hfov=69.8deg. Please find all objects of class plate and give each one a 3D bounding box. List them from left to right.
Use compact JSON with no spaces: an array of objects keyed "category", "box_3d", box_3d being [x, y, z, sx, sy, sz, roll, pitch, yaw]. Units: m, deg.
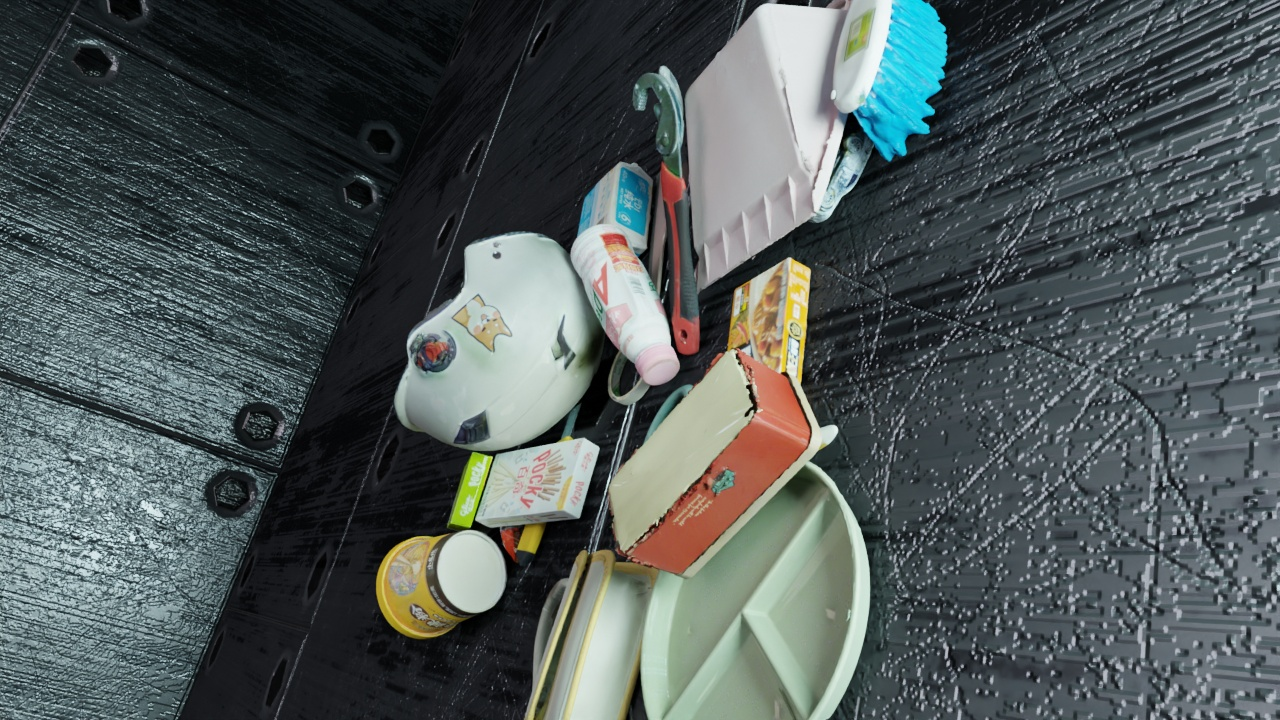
[{"category":"plate","box_3d":[0.076,0.178,0.649,0.231,0.027,0.229,-43,32,35]}]

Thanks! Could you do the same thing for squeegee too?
[{"category":"squeegee","box_3d":[0.032,-0.206,0.979,0.250,0.040,0.247,91,-177,-54]}]

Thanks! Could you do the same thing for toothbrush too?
[{"category":"toothbrush","box_3d":[0.084,0.088,0.726,0.192,0.018,0.016,-36,39,45]}]

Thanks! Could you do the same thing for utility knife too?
[{"category":"utility knife","box_3d":[-0.100,0.138,1.031,0.033,0.015,0.195,-6,60,54]}]

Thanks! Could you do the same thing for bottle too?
[{"category":"bottle","box_3d":[-0.013,-0.057,0.946,0.068,0.068,0.196,-50,47,28]}]

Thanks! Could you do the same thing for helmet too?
[{"category":"helmet","box_3d":[-0.137,0.000,1.039,0.157,0.230,0.274,32,91,23]}]

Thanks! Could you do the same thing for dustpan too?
[{"category":"dustpan","box_3d":[0.143,-0.213,0.854,0.223,0.138,0.273,155,111,-64]}]

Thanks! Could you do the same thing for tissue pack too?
[{"category":"tissue pack","box_3d":[-0.030,-0.167,1.120,0.090,0.063,0.139,-36,38,45]}]

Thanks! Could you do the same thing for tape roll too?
[{"category":"tape roll","box_3d":[-0.006,0.006,0.975,0.086,0.014,0.085,-44,32,37]}]

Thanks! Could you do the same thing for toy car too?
[{"category":"toy car","box_3d":[0.164,-0.158,0.779,0.090,0.034,0.043,-62,28,1]}]

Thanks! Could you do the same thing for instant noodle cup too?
[{"category":"instant noodle cup","box_3d":[-0.223,0.252,1.056,0.115,0.118,0.118,-26,44,41]}]

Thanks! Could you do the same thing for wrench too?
[{"category":"wrench","box_3d":[0.031,-0.141,0.884,0.056,0.016,0.273,-5,94,50]}]

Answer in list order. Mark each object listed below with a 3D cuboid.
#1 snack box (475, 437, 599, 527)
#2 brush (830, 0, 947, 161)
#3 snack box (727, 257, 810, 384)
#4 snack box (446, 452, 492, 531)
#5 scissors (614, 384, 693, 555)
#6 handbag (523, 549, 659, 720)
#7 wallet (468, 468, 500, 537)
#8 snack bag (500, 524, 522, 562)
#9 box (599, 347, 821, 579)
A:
[{"category":"snack box","box_3d":[-0.116,0.136,1.009,0.157,0.027,0.084,-15,50,43]},{"category":"brush","box_3d":[0.205,-0.319,0.766,0.061,0.109,0.313,-24,44,55]},{"category":"snack box","box_3d":[0.103,-0.006,0.766,0.075,0.026,0.153,-31,42,50]},{"category":"snack box","box_3d":[-0.209,0.162,1.110,0.157,0.026,0.085,136,149,-71]},{"category":"scissors","box_3d":[0.026,0.108,0.821,0.132,0.019,0.185,0,69,62]},{"category":"handbag","box_3d":[-0.063,0.251,0.817,0.179,0.063,0.163,-19,49,61]},{"category":"wallet","box_3d":[-0.203,0.196,1.171,0.121,0.019,0.097,-45,32,41]},{"category":"snack bag","box_3d":[-0.151,0.185,1.070,0.104,0.026,0.048,-107,20,-58]},{"category":"box","box_3d":[0.043,0.074,0.683,0.169,0.080,0.091,-50,30,25]}]
